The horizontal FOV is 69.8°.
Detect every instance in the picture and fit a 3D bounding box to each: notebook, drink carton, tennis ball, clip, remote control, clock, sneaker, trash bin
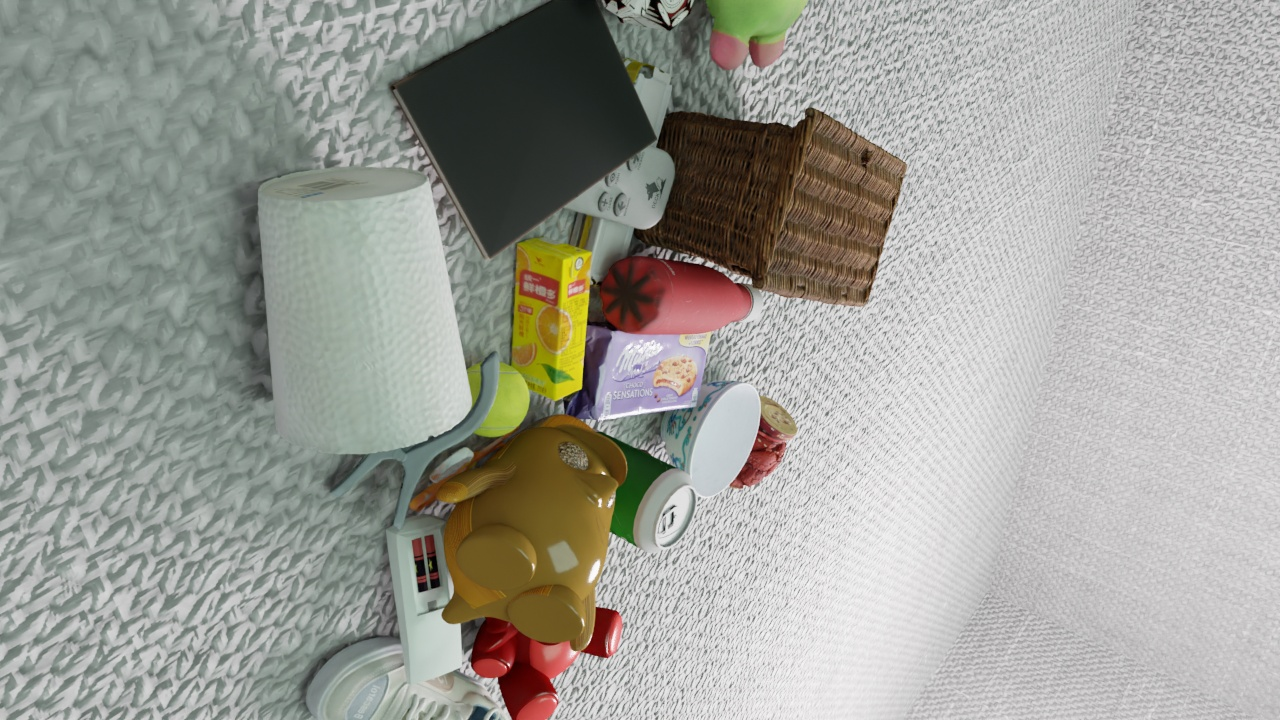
[{"bbox_3d":[-0.081,-0.193,0.725,0.208,0.008,0.141,-43,118,-33],"label":"notebook"},{"bbox_3d":[-0.080,-0.038,0.819,0.042,0.059,0.135,-24,127,-49],"label":"drink carton"},{"bbox_3d":[-0.128,0.033,0.786,0.065,0.065,0.065,-32,133,-42],"label":"tennis ball"},{"bbox_3d":[-0.157,0.062,0.733,0.127,0.028,0.167,28,89,-15],"label":"clip"},{"bbox_3d":[-0.035,-0.163,0.803,0.150,0.019,0.074,10,102,-37],"label":"remote control"},{"bbox_3d":[-0.002,-0.334,0.745,0.154,0.065,0.115,-33,136,-62],"label":"clock"},{"bbox_3d":[-0.195,0.321,0.840,0.089,0.091,0.242,-59,145,-11],"label":"sneaker"},{"bbox_3d":[-0.186,-0.039,0.612,0.133,0.133,0.161,-26,124,-45],"label":"trash bin"},{"bbox_3d":[-0.184,0.206,0.794,0.049,0.024,0.143,-10,95,-37],"label":"remote control"}]

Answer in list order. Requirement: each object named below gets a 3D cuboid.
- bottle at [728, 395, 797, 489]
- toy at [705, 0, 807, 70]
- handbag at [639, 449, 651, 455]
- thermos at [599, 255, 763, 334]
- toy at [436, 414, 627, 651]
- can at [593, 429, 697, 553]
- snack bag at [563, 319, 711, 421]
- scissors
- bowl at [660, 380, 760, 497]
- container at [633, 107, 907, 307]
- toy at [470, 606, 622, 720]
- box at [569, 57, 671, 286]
[{"bbox_3d":[0.136,0.105,1.182,0.098,0.099,0.111,-6,140,-54],"label":"bottle"},{"bbox_3d":[0.110,-0.394,0.852,0.191,0.097,0.237,-32,126,-53],"label":"toy"},{"bbox_3d":[-0.033,0.147,1.030,0.119,0.029,0.055,-28,133,-37],"label":"handbag"},{"bbox_3d":[0.056,-0.062,0.934,0.239,0.073,0.073,-2,110,-55],"label":"thermos"},{"bbox_3d":[-0.081,0.130,0.808,0.198,0.163,0.202,54,32,-23],"label":"toy"},{"bbox_3d":[-0.019,0.131,0.931,0.087,0.140,0.088,-32,133,-42],"label":"can"},{"bbox_3d":[-0.006,0.006,0.954,0.205,0.058,0.096,-2,108,-52],"label":"snack bag"},{"bbox_3d":[-0.147,0.083,0.804,0.132,0.012,0.097,-38,171,-36],"label":"scissors"},{"bbox_3d":[0.072,0.082,1.092,0.143,0.074,0.144,-32,133,-42],"label":"bowl"},{"bbox_3d":[0.125,-0.158,0.924,0.249,0.183,0.162,2,107,-56],"label":"container"},{"bbox_3d":[-0.104,0.242,0.908,0.158,0.121,0.197,-35,127,-34],"label":"toy"},{"bbox_3d":[-0.019,-0.170,0.853,0.064,0.033,0.209,-3,112,-57],"label":"box"}]
